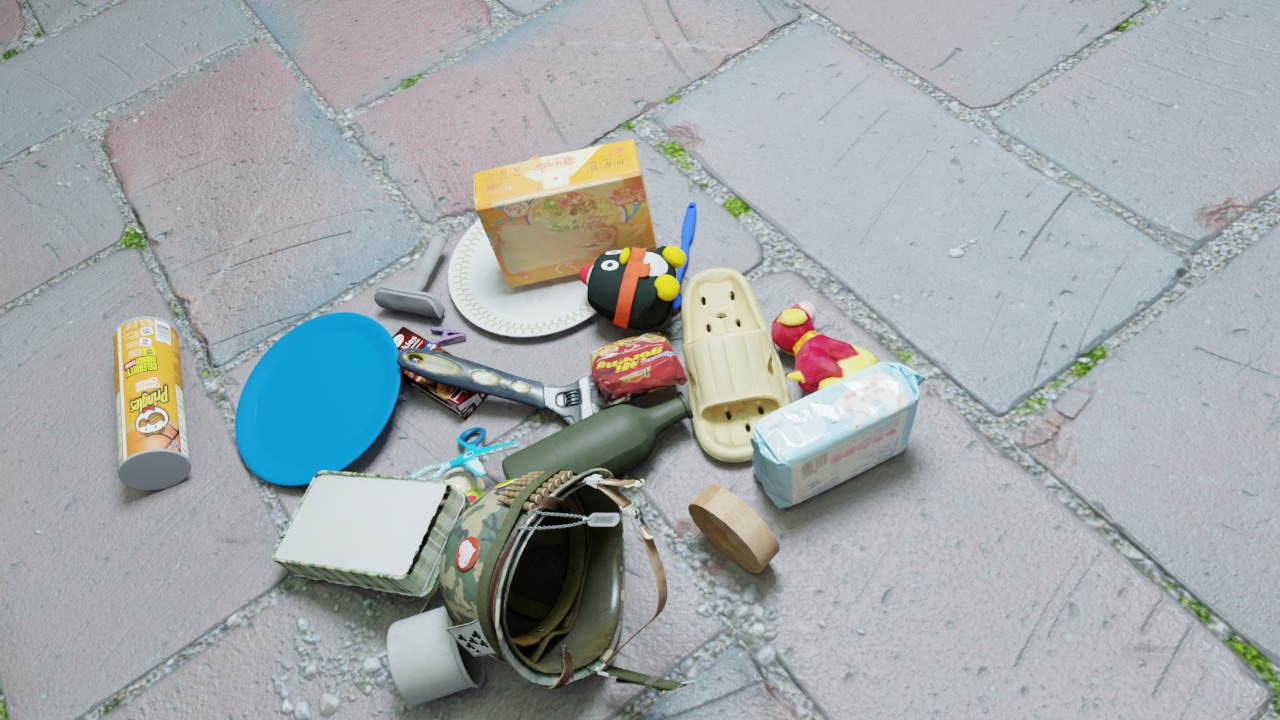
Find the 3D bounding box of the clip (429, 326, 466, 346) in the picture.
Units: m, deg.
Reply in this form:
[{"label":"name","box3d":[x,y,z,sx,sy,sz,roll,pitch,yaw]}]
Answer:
[{"label":"clip","box3d":[-0.244,-0.033,1.142,0.050,0.014,0.046,-26,52,-3]}]

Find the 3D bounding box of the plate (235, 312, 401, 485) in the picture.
[{"label":"plate","box3d":[-0.381,0.046,1.095,0.225,0.024,0.224,-9,61,16]}]

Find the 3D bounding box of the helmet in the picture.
[{"label":"helmet","box3d":[-0.069,0.196,0.835,0.236,0.224,0.193,-1,99,13]}]

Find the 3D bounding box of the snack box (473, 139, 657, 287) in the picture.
[{"label":"snack box","box3d":[-0.088,-0.181,1.109,0.195,0.145,0.080,-11,55,3]}]

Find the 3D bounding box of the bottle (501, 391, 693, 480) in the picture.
[{"label":"bottle","box3d":[-0.042,0.093,0.979,0.206,0.071,0.071,-26,55,-6]}]

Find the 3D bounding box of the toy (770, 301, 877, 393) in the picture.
[{"label":"toy","box3d":[0.196,-0.002,1.004,0.105,0.067,0.137,-26,60,-35]}]

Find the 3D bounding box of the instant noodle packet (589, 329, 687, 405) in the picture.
[{"label":"instant noodle packet","box3d":[-0.006,0.006,1.023,0.098,0.040,0.135,-14,18,-3]}]

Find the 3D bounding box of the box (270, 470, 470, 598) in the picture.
[{"label":"box","box3d":[-0.280,0.176,0.953,0.206,0.050,0.117,-2,51,30]}]

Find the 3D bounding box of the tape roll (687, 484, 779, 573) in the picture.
[{"label":"tape roll","box3d":[0.090,0.164,0.893,0.094,0.094,0.027,35,68,29]}]

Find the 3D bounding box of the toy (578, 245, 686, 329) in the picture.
[{"label":"toy","box3d":[-0.016,-0.087,1.072,0.119,0.100,0.097,14,43,0]}]

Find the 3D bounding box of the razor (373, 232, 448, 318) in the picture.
[{"label":"razor","box3d":[-0.277,-0.114,1.176,0.088,0.047,0.116,10,64,17]}]

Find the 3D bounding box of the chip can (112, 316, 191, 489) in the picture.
[{"label":"chip can","box3d":[-0.596,0.048,1.116,0.075,0.075,0.215,-23,55,-5]}]

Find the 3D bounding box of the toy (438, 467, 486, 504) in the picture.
[{"label":"toy","box3d":[-0.198,0.162,0.981,0.092,0.046,0.115,-30,48,-3]}]

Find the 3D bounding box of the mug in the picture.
[{"label":"mug","box3d":[-0.197,0.269,0.886,0.070,0.084,0.113,-18,47,1]}]

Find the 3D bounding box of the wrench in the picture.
[{"label":"wrench","box3d":[-0.147,0.032,1.043,0.273,0.022,0.073,15,68,5]}]

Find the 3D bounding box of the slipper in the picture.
[{"label":"slipper","box3d":[0.101,-0.015,1.024,0.111,0.079,0.261,-8,55,1]}]

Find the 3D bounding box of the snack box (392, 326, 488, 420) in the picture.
[{"label":"snack box","box3d":[-0.248,0.014,1.098,0.141,0.032,0.050,28,65,26]}]

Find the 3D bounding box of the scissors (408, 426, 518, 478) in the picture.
[{"label":"scissors","box3d":[-0.188,0.101,1.002,0.134,0.012,0.134,-18,21,19]}]

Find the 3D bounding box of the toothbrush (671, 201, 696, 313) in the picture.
[{"label":"toothbrush","box3d":[0.055,-0.132,1.152,0.016,0.018,0.182,2,54,13]}]

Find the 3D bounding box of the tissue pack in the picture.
[{"label":"tissue pack","box3d":[0.197,0.072,0.924,0.181,0.112,0.070,-25,56,-7]}]

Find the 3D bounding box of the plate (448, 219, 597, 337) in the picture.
[{"label":"plate","box3d":[-0.128,-0.125,1.180,0.243,0.016,0.242,-5,55,7]}]
